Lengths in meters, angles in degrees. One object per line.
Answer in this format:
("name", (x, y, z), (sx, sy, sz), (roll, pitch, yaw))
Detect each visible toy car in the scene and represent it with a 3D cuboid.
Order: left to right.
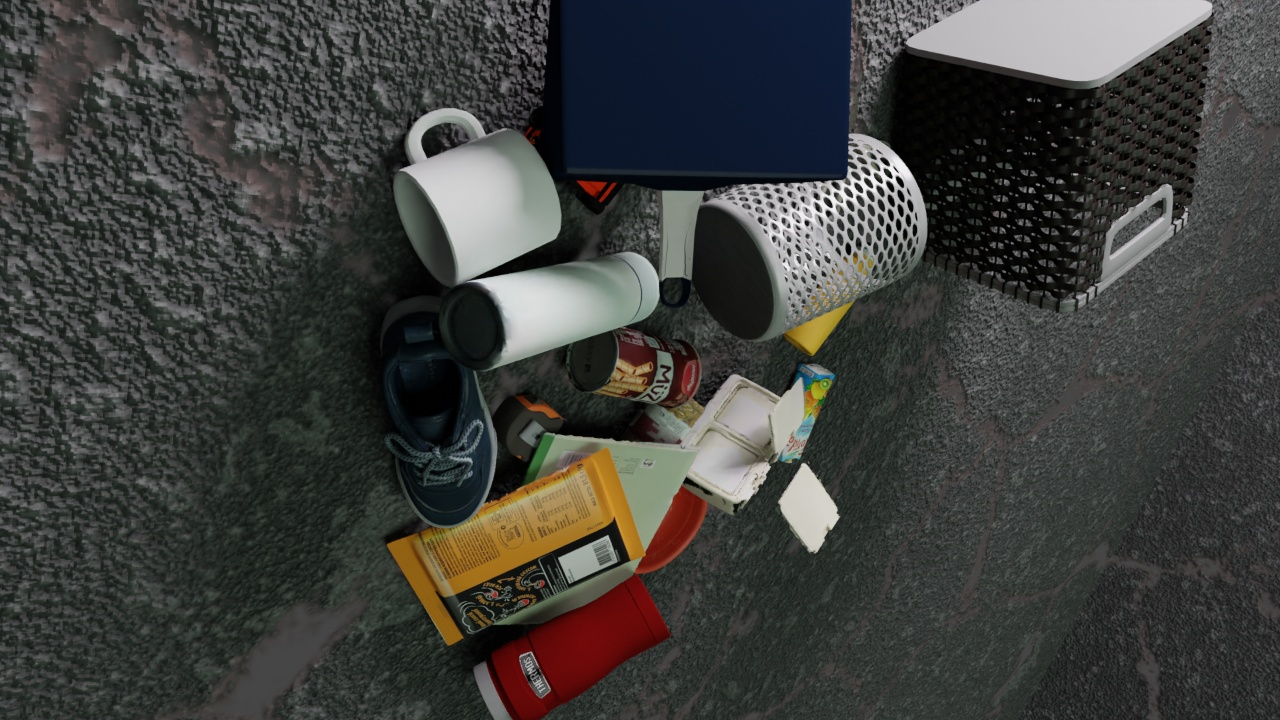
("toy car", (-0.051, -0.166, 0.744), (0.051, 0.049, 0.100), (-52, 139, -2))

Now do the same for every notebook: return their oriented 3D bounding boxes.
("notebook", (-0.064, 0.182, 0.948), (0.181, 0.010, 0.253), (8, 120, -33))

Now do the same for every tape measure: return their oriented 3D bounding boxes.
("tape measure", (-0.106, 0.061, 0.859), (0.058, 0.038, 0.059), (-47, 139, -7))

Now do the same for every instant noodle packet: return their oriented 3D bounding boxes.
("instant noodle packet", (-0.112, 0.185, 0.895), (0.220, 0.032, 0.160), (-23, 128, -9))

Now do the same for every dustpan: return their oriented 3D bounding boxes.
("dustpan", (0.040, -0.175, 0.713), (0.236, 0.080, 0.273), (-4, 98, -21))

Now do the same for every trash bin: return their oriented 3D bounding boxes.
("trash bin", (0.155, -0.116, 0.894), (0.183, 0.156, 0.157), (-27, 133, -24))

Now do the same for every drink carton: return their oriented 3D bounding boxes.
("drink carton", (0.198, 0.066, 1.144), (0.044, 0.038, 0.129), (0, 117, -43))

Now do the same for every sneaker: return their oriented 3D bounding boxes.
("sneaker", (-0.164, 0.059, 0.752), (0.089, 0.087, 0.236), (-9, 125, -9))

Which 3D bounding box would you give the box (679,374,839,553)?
("box", (0.139, 0.090, 0.962), (0.143, 0.187, 0.105), (-52, 160, -26))

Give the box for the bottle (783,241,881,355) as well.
("bottle", (0.226, -0.075, 1.070), (0.143, 0.043, 0.043), (-53, 139, 0))

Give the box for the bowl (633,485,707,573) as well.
("bowl", (0.014, 0.176, 1.045), (0.130, 0.045, 0.131), (-24, 131, -30))

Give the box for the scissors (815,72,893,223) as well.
("scissors", (0.227, -0.222, 0.992), (0.170, 0.012, 0.158), (7, 111, -45))

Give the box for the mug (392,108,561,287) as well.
("mug", (-0.128, -0.127, 0.680), (0.090, 0.091, 0.121), (-30, 101, -25))

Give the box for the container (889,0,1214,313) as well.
("container", (0.439, -0.246, 1.001), (0.246, 0.246, 0.244), (-32, 131, -23))

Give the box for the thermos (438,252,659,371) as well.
("thermos", (-0.065, -0.046, 0.748), (0.229, 0.068, 0.068), (-22, 133, -57))

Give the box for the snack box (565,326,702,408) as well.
("snack box", (-0.005, 0.005, 0.889), (0.121, 0.072, 0.072), (12, 108, -46))

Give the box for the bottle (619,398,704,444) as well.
("bottle", (0.016, 0.077, 0.969), (0.105, 0.056, 0.056), (-54, 139, 1))

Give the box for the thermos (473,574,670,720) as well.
("thermos", (-0.072, 0.314, 0.989), (0.198, 0.084, 0.108), (-28, 166, -8))
